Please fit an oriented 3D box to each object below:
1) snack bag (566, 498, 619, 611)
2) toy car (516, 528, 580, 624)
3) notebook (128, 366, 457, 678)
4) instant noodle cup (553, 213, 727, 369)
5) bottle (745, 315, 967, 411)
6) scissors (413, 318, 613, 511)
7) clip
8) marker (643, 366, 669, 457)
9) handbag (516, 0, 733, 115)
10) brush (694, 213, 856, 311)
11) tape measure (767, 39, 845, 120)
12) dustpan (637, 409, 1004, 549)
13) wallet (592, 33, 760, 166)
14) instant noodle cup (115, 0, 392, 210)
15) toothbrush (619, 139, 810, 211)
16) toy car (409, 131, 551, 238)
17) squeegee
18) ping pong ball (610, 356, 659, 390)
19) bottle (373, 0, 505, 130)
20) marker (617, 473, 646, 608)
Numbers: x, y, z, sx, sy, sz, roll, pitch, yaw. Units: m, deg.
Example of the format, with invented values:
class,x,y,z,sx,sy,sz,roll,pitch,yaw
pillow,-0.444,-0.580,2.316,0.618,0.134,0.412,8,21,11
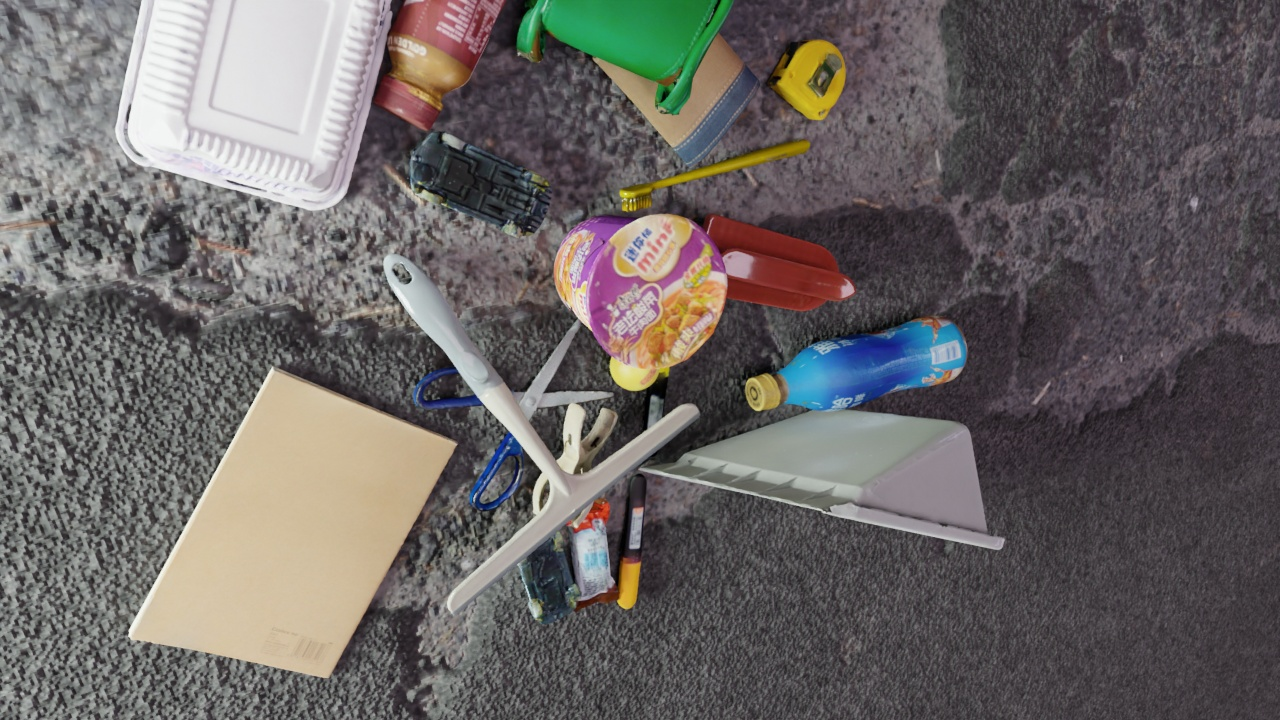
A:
class,x,y,z,sx,sy,sz,roll,pitch,yaw
snack bag,-0.042,0.167,0.779,0.045,0.026,0.105,-12,112,-19
toy car,-0.080,0.174,0.758,0.043,0.034,0.091,-21,114,-18
notebook,-0.246,0.126,0.667,0.149,0.012,0.211,28,92,-33
instant noodle cup,-0.009,-0.059,0.679,0.111,0.099,0.112,-9,110,-27
bottle,0.194,0.009,0.830,0.218,0.065,0.065,-13,112,-23
scissors,-0.098,0.038,0.712,0.162,0.012,0.176,23,92,-35
clip,-0.052,0.083,0.737,0.076,0.035,0.101,9,100,-50
marker,0.013,0.025,0.769,0.018,0.015,0.124,-7,113,-31
handbag,-0.011,-0.241,0.616,0.131,0.068,0.120,20,95,-15
brush,0.109,-0.074,0.753,0.145,0.069,0.063,9,103,-30
tape measure,0.140,-0.229,0.741,0.060,0.029,0.057,29,91,-33
dustpan,0.175,0.128,0.774,0.257,0.223,0.143,-19,103,-33
wallet,0.029,-0.216,0.686,0.115,0.033,0.090,41,83,-31
instant noodle cup,-0.222,-0.183,0.547,0.138,0.060,0.173,12,102,-31
toothbrush,0.062,-0.147,0.718,0.189,0.016,0.017,-22,122,-31
toy car,-0.112,-0.123,0.641,0.105,0.031,0.049,19,96,-33
squeegee,-0.104,0.025,0.662,0.246,0.039,0.246,-38,109,-11
ping pong ball,-0.004,0.004,0.736,0.040,0.040,0.040,-9,111,-25
bottle,-0.115,-0.234,0.586,0.057,0.057,0.175,25,94,-32
marker,-0.007,0.158,0.804,0.018,0.015,0.124,0,104,-26
